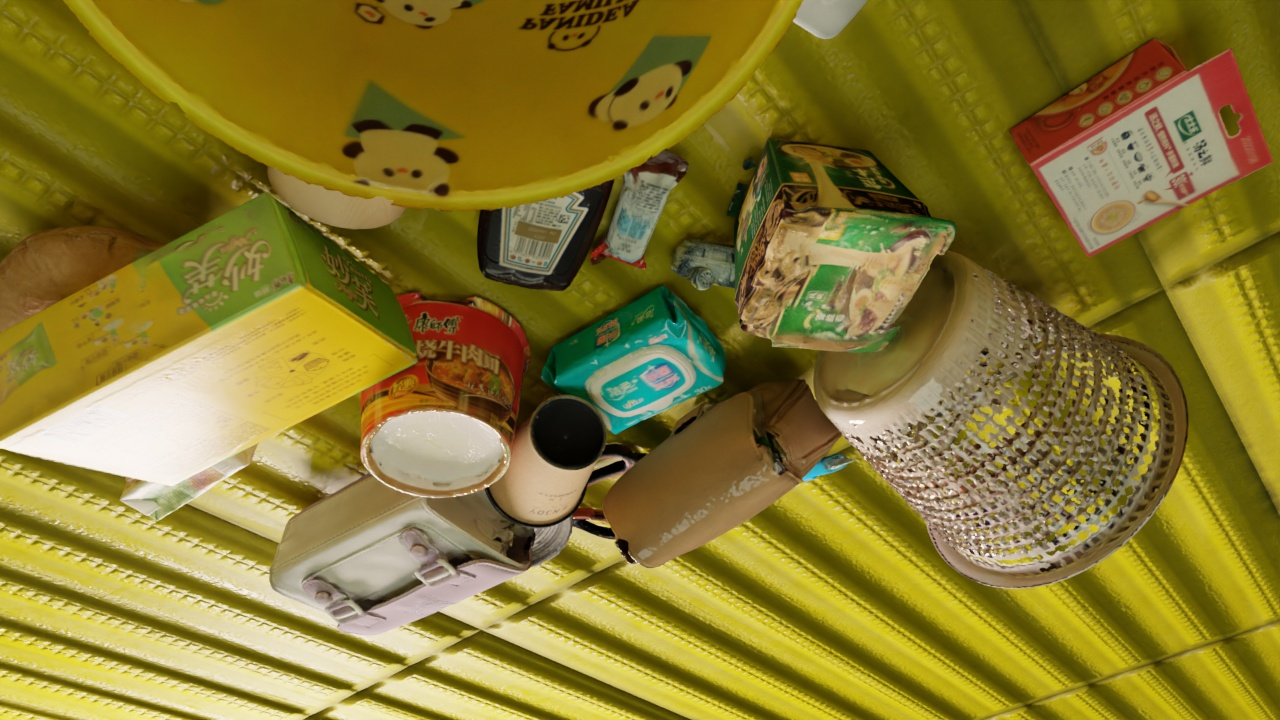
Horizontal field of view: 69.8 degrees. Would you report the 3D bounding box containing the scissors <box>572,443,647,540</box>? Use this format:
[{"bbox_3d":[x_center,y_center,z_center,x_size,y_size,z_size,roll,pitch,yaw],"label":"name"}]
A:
[{"bbox_3d":[-0.077,0.140,0.897,0.226,0.015,0.189,10,133,-12],"label":"scissors"}]

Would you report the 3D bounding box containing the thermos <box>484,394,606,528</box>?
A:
[{"bbox_3d":[-0.076,0.082,0.757,0.093,0.093,0.144,9,155,-16],"label":"thermos"}]

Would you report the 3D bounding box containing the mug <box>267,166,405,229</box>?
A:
[{"bbox_3d":[-0.182,-0.153,0.532,0.124,0.084,0.104,31,129,-1],"label":"mug"}]

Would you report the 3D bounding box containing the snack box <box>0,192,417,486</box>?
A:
[{"bbox_3d":[-0.274,-0.003,0.591,0.210,0.070,0.158,-27,160,3],"label":"snack box"}]

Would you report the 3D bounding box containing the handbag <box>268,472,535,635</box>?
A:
[{"bbox_3d":[-0.213,0.173,0.830,0.197,0.098,0.145,-27,130,25],"label":"handbag"}]

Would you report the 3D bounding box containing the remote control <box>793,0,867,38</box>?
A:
[{"bbox_3d":[0.072,-0.232,0.510,0.136,0.020,0.056,21,130,-26],"label":"remote control"}]

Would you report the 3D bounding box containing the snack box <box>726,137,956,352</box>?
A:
[{"bbox_3d":[0.122,-0.085,0.614,0.117,0.105,0.118,4,138,-15],"label":"snack box"}]

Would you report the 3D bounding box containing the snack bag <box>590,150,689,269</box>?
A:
[{"bbox_3d":[-0.003,-0.102,0.637,0.045,0.026,0.106,15,133,-10],"label":"snack bag"}]

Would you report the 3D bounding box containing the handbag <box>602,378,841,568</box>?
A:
[{"bbox_3d":[0.062,0.091,0.776,0.205,0.147,0.100,-37,86,21],"label":"handbag"}]

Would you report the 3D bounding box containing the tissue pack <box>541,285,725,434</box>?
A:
[{"bbox_3d":[-0.004,0.004,0.735,0.134,0.050,0.093,-27,135,22],"label":"tissue pack"}]

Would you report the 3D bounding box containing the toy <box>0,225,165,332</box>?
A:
[{"bbox_3d":[-0.392,-0.009,0.649,0.143,0.082,0.227,23,131,-33],"label":"toy"}]

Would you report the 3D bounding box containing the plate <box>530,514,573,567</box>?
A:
[{"bbox_3d":[-0.152,0.142,0.875,0.179,0.024,0.180,2,130,2],"label":"plate"}]

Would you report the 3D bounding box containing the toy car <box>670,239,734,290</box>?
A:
[{"bbox_3d":[0.067,-0.067,0.675,0.090,0.043,0.034,10,101,-11],"label":"toy car"}]

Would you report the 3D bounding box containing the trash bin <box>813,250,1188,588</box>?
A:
[{"bbox_3d":[0.248,0.028,0.693,0.192,0.226,0.228,34,125,-20],"label":"trash bin"}]

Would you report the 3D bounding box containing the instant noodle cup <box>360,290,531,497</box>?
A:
[{"bbox_3d":[-0.153,0.033,0.705,0.138,0.108,0.138,-4,138,-3],"label":"instant noodle cup"}]

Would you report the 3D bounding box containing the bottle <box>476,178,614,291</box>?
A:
[{"bbox_3d":[-0.053,-0.130,0.589,0.079,0.044,0.195,9,134,-17],"label":"bottle"}]

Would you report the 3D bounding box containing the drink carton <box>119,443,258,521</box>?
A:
[{"bbox_3d":[-0.379,0.084,0.772,0.123,0.053,0.045,-28,129,21],"label":"drink carton"}]

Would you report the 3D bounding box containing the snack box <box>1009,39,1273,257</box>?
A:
[{"bbox_3d":[0.336,-0.145,0.619,0.127,0.044,0.113,-31,132,26],"label":"snack box"}]

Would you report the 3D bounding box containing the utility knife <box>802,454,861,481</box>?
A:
[{"bbox_3d":[0.155,0.095,0.810,0.034,0.018,0.187,-16,171,-11],"label":"utility knife"}]

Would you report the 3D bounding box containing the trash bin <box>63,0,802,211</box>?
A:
[{"bbox_3d":[-0.068,-0.222,0.330,0.229,0.254,0.230,-4,137,-4],"label":"trash bin"}]
